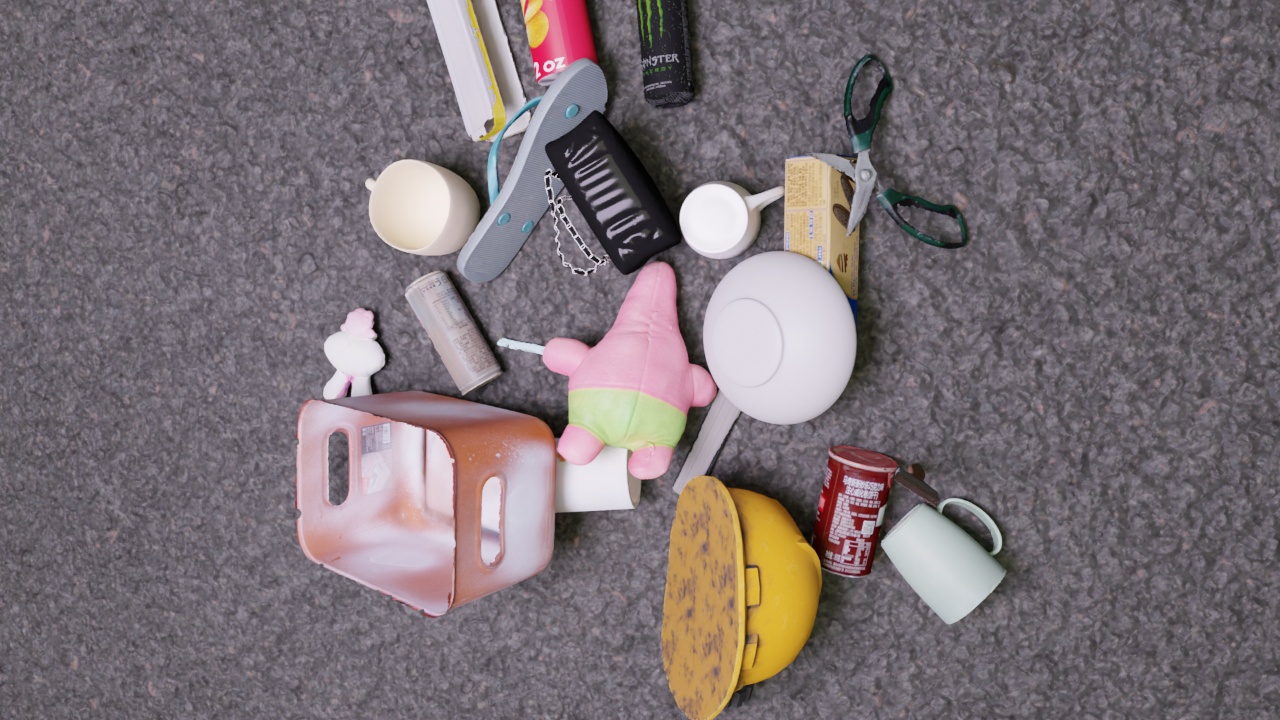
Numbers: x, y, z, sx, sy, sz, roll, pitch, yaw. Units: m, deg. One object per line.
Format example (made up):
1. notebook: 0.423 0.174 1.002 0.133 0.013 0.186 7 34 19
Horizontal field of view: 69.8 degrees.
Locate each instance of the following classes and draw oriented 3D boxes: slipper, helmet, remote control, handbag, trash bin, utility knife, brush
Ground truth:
1. slipper: -0.120 -0.203 0.980 0.055 0.098 0.269 43 113 26
2. helmet: 0.115 0.241 0.949 0.131 0.205 0.256 2 116 -17
3. remote control: 0.075 0.090 1.010 0.033 0.013 0.136 26 100 6
4. handbag: -0.035 -0.157 0.941 0.115 0.125 0.153 -35 88 13
5. trash bin: -0.221 0.134 0.961 0.260 0.157 0.181 8 100 39
6. utility knife: -0.077 -0.002 1.027 0.177 0.015 0.022 9 91 10
7. brush: 0.274 0.117 0.906 0.045 0.143 0.008 33 101 14

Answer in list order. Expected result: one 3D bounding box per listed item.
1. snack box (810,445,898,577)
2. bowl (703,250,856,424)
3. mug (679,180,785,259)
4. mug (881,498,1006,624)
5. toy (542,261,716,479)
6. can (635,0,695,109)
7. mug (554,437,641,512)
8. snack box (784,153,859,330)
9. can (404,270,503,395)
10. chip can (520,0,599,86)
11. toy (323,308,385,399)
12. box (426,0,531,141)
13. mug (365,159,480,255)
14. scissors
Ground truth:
1. snack box: 0.220 0.157 0.960 0.072 0.072 0.121 11 100 10
2. bowl: 0.123 -0.020 0.916 0.177 0.066 0.176 9 102 44
3. mug: 0.095 -0.151 0.935 0.114 0.087 0.081 -24 92 13
4. mug: 0.317 0.195 0.947 0.111 0.084 0.104 -40 75 -14
5. toy: -0.006 0.006 0.963 0.192 0.097 0.236 15 74 -9
6. can: 0.025 -0.331 0.942 0.054 0.054 0.138 -4 97 12
7. mug: -0.058 0.124 1.006 0.105 0.082 0.082 -4 97 11
8. snack box: 0.184 -0.102 0.932 0.056 0.057 0.207 7 101 45
9. can: -0.210 -0.032 1.030 0.054 0.054 0.135 -29 91 13
10. chip can: -0.097 -0.403 0.949 0.069 0.069 0.220 -10 96 12
11. toy: -0.333 -0.001 1.069 0.079 0.038 0.123 17 101 21
12. box: -0.183 -0.342 0.988 0.067 0.069 0.210 -15 94 33
13. mug: -0.235 -0.167 0.994 0.120 0.099 0.096 27 100 13
14. scissors: 0.254 -0.194 0.909 0.203 0.015 0.201 24 71 -19
